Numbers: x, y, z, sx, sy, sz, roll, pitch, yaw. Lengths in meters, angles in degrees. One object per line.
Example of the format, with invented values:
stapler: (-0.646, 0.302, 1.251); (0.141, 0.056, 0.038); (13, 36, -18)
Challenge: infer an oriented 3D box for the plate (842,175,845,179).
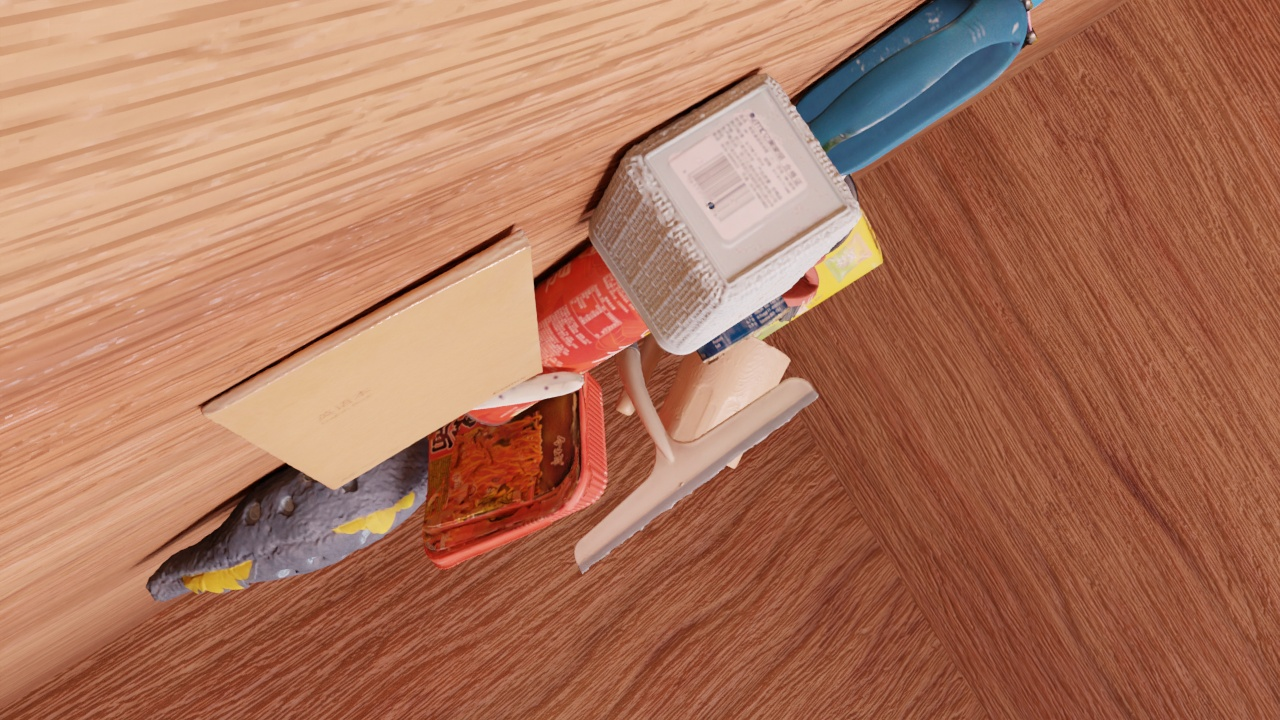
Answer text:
plate: (0.138, -0.149, 0.652); (0.165, 0.034, 0.163); (-47, 174, 25)

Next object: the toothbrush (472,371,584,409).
toothbrush: (-0.129, 0.031, 0.600); (0.187, 0.016, 0.017); (-11, 166, 0)

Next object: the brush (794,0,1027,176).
brush: (0.138, -0.149, 0.498); (0.144, 0.055, 0.073); (-31, -178, 29)

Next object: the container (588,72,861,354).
container: (0.037, -0.066, 0.431); (0.090, 0.090, 0.111); (-33, 178, -12)

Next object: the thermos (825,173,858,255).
thermos: (0.148, -0.146, 0.808); (0.093, 0.093, 0.143); (-32, -171, 26)

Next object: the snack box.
snack box: (0.120, -0.100, 0.953); (0.210, 0.070, 0.157); (-33, -150, 3)

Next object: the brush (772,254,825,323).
brush: (0.075, -0.072, 0.742); (0.063, 0.145, 0.069); (-91, -168, -47)

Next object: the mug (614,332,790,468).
mug: (0.049, 0.020, 0.779); (0.103, 0.125, 0.084); (-64, 159, -3)

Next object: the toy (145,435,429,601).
toy: (-0.256, 0.114, 0.785); (0.355, 0.091, 0.138); (-30, -167, -16)

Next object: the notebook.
notebook: (-0.120, 0.012, 0.478); (0.149, 0.012, 0.212); (-31, 169, -12)

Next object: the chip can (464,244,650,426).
chip can: (-0.045, -0.025, 0.612); (0.217, 0.073, 0.073); (-32, -179, 37)

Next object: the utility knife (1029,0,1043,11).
utility knife: (0.272, -0.260, 0.729); (0.167, 0.018, 0.034); (-34, -177, 23)

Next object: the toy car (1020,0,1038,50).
toy car: (0.241, -0.229, 0.634); (0.056, 0.037, 0.122); (-35, 167, 22)

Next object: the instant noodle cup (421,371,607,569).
instant noodle cup: (-0.094, 0.068, 0.734); (0.165, 0.079, 0.188); (-26, -131, 27)

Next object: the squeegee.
squeegee: (-0.005, 0.004, 0.761); (0.247, 0.246, 0.039); (-40, 137, 23)

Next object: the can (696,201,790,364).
can: (0.050, -0.062, 0.666); (0.075, 0.111, 0.075); (-32, -179, 0)
